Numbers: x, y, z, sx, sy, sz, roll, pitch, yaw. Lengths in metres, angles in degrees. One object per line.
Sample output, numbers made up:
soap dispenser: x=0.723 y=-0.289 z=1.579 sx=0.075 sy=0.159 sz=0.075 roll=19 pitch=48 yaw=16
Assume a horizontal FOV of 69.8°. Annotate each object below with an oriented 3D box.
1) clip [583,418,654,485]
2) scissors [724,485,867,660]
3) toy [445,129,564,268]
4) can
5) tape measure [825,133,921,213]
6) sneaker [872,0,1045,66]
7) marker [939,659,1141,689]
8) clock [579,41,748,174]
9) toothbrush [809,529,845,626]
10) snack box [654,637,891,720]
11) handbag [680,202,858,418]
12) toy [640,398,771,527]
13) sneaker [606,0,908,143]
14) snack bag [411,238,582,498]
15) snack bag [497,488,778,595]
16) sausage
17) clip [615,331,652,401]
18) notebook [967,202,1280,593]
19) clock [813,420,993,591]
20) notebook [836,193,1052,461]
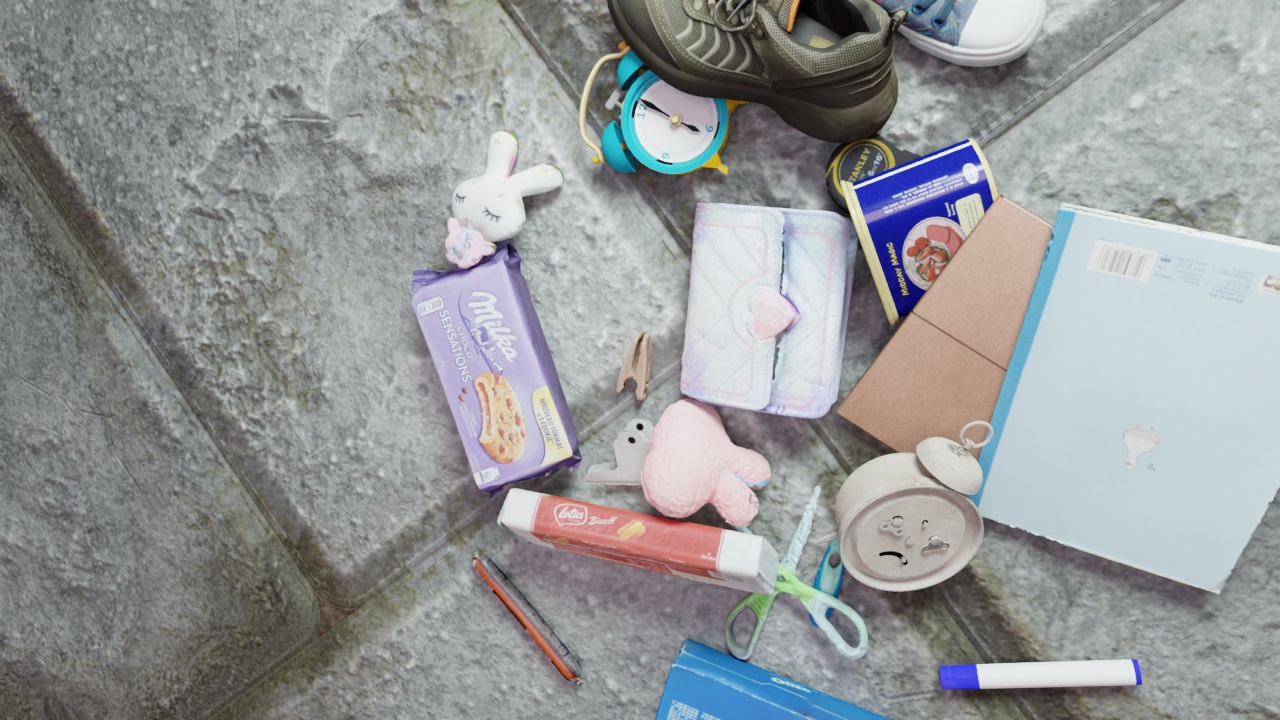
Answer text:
clip: x=0.000 y=0.078 z=0.784 sx=0.102 sy=0.045 sz=0.055 roll=-1 pitch=104 yaw=16
scissors: x=0.121 y=0.179 z=0.752 sx=0.172 sy=0.023 sz=0.172 roll=30 pitch=112 yaw=26
toy: x=-0.123 y=-0.131 z=0.766 sx=0.079 sy=0.038 sz=0.122 roll=30 pitch=82 yaw=18
can: x=0.205 y=-0.090 z=0.652 sx=0.092 sy=0.056 sz=0.116 roll=-19 pitch=130 yaw=16
tape measure: x=0.170 y=-0.139 z=0.690 sx=0.061 sy=0.034 sz=0.062 roll=32 pitch=105 yaw=8
sneaker: x=0.176 y=-0.287 z=0.644 sx=0.235 sy=0.079 sz=0.087 roll=31 pitch=105 yaw=11
marker: x=0.305 y=0.243 z=0.707 sx=0.142 sy=0.020 sz=0.020 roll=-8 pitch=95 yaw=18
clock: x=0.015 y=-0.194 z=0.728 sx=0.130 sy=0.043 sz=0.099 roll=16 pitch=102 yaw=7
toothbrush: x=0.160 y=0.155 z=0.744 sx=0.022 sy=0.017 sz=0.135 roll=16 pitch=105 yaw=12
snack box: x=0.092 y=0.381 z=0.773 sx=0.196 sy=0.056 sz=0.239 roll=18 pitch=101 yaw=14
handbag: x=0.095 y=-0.040 z=0.711 sx=0.126 sy=0.069 sz=0.159 roll=8 pitch=102 yaw=18
toy: x=0.053 y=0.086 z=0.731 sx=0.105 sy=0.108 sz=0.053 roll=28 pitch=138 yaw=-2
sneaker: x=0.075 y=-0.248 z=0.633 sx=0.238 sy=0.143 sz=0.101 roll=28 pitch=73 yaw=12
snack bag: x=-0.121 y=0.006 z=0.788 sx=0.096 sy=0.058 sz=0.205 roll=-19 pitch=88 yaw=14
snack bag: x=-0.002 y=0.148 z=0.751 sx=0.225 sy=0.077 sz=0.041 roll=9 pitch=69 yaw=22
sausage: x=-0.103 y=0.233 z=0.832 sx=0.020 sy=0.020 sz=0.155 roll=-44 pitch=84 yaw=17
clip: x=-0.001 y=0.008 z=0.768 sx=0.059 sy=0.026 sz=0.052 roll=-37 pitch=88 yaw=19
notebook: x=0.335 y=0.032 z=0.609 sx=0.181 sy=0.009 sz=0.254 roll=17 pitch=125 yaw=20
clock: x=0.206 y=0.101 z=0.682 sx=0.103 sy=0.061 sz=0.157 roll=22 pitch=119 yaw=-15
notebook: x=0.252 y=0.004 z=0.651 sx=0.141 sy=0.008 sz=0.210 roll=33 pitch=128 yaw=7
